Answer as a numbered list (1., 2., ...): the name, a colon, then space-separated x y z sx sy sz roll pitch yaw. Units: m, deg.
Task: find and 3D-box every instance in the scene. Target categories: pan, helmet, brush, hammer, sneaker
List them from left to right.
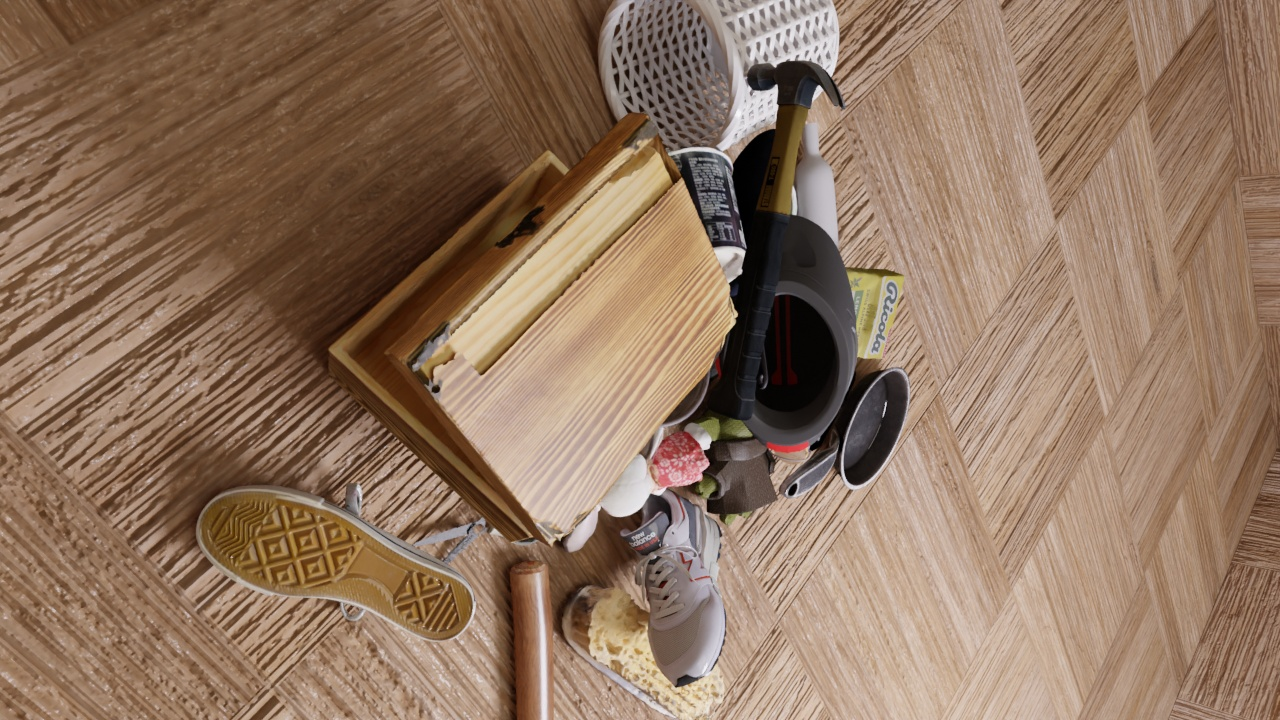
1. sneaker: -0.257 0.170 0.796 0.241 0.088 0.118 29 87 -18
2. hammer: -0.118 0.359 0.970 0.157 0.037 0.301 -6 98 -42
3. brush: 0.007 0.345 1.069 0.271 0.057 0.083 48 60 -35
4. sneaker: 0.028 0.231 1.016 0.124 0.089 0.239 50 25 -24
5. pan: 0.113 -0.107 0.977 0.021 0.199 0.355 17 45 -17
6. hammer: 0.116 -0.109 0.849 0.025 0.118 0.333 6 98 -36
7. helmet: 0.169 -0.039 1.080 0.169 0.164 0.265 -55 143 -76
8. pan: 0.278 0.115 1.258 0.355 0.055 0.187 -18 122 -45

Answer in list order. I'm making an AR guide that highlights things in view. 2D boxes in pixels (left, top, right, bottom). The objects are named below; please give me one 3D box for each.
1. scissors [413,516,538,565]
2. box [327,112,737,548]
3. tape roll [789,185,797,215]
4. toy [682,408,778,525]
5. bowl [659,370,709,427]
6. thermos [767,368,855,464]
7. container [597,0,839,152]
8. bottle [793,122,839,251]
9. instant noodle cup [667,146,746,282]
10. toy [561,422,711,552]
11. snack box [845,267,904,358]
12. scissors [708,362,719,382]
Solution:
1. scissors: -0.149 0.159 0.931 0.157 0.013 0.168 27 88 -45
2. box: -0.060 -0.016 0.765 0.269 0.264 0.278 44 66 -6
3. tape roll: 0.167 -0.201 1.185 0.093 0.018 0.094 -5 98 -42
4. toy: 0.115 0.123 1.129 0.179 0.078 0.153 -12 95 -45
5. bowl: -0.005 0.006 0.965 0.144 0.067 0.144 8 71 -26
6. thermos: 0.220 0.067 1.182 0.230 0.061 0.061 -46 124 -52
7. container: 0.084 -0.328 0.983 0.186 0.190 0.189 -35 116 -36
8. bottle: 0.232 -0.215 1.218 0.052 0.053 0.195 -18 106 -40
9. instant noodle cup: 0.045 -0.134 0.940 0.137 0.138 0.112 3 62 -42
10. toy: -0.008 0.119 0.987 0.194 0.084 0.159 -23 128 -17
11. snack box: 0.263 -0.063 1.213 0.180 0.045 0.121 0 108 -32
12. scissors: 0.133 -0.004 1.176 0.179 0.015 0.194 44 67 -35
